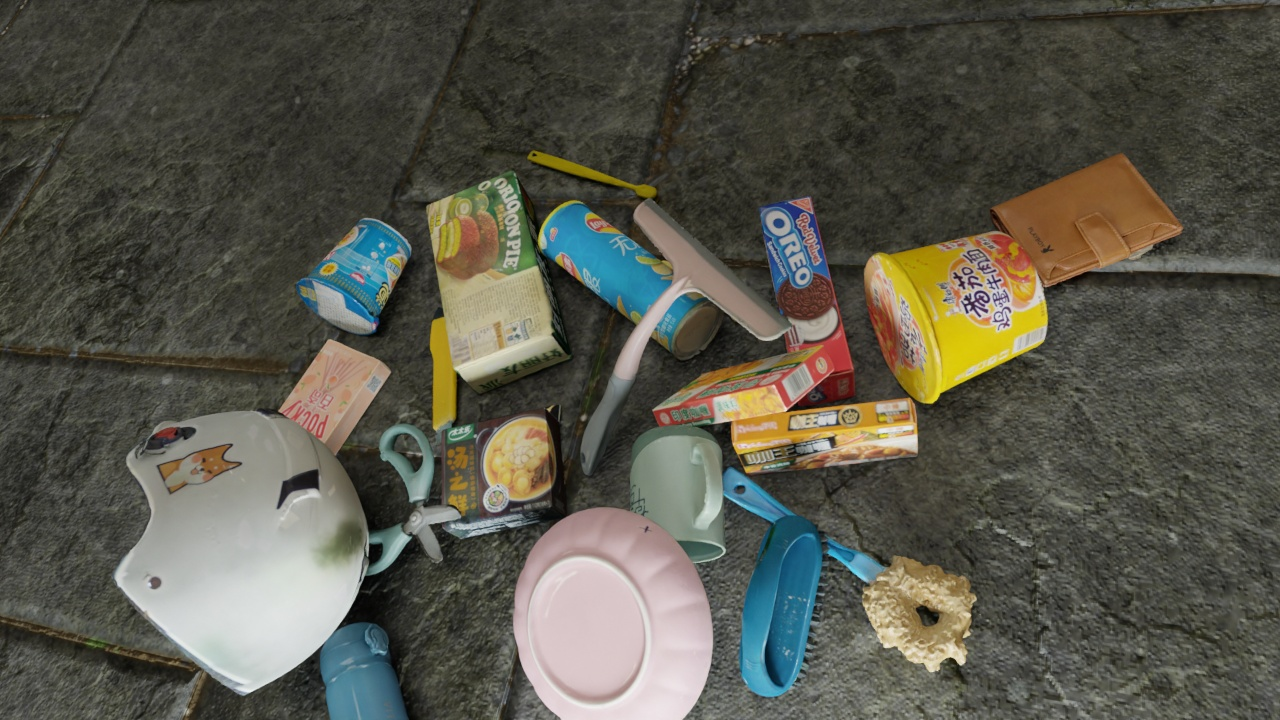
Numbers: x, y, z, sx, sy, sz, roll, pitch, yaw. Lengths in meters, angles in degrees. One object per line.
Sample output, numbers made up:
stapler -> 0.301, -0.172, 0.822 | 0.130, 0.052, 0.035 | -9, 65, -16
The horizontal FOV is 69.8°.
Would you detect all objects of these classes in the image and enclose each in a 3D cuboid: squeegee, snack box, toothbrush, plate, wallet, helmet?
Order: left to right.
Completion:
helmet -> -0.332, 0.147, 0.828 | 0.157, 0.230, 0.273 | -22, 39, 0
snack box -> -0.351, 0.057, 1.008 | 0.084, 0.026, 0.157 | 20, 69, 27
snack box -> -0.158, -0.089, 1.004 | 0.114, 0.063, 0.239 | -21, 57, 6
snack box -> -0.134, 0.102, 0.900 | 0.113, 0.053, 0.125 | -13, 63, 11
toothbrush -> -0.057, -0.215, 1.071 | 0.190, 0.016, 0.015 | 23, 72, 30
plate -> -0.034, 0.218, 0.751 | 0.193, 0.039, 0.192 | -2, 86, 31
squeegee -> -0.005, 0.005, 0.841 | 0.247, 0.040, 0.250 | 49, 117, 45
snack box -> 0.088, 0.027, 0.811 | 0.076, 0.027, 0.156 | -34, 12, -39
snack box -> 0.159, -0.061, 0.885 | 0.057, 0.058, 0.207 | -11, 59, 9
snack box -> 0.161, 0.068, 0.799 | 0.154, 0.075, 0.026 | -8, 60, 14
wallet -> 0.412, -0.129, 0.855 | 0.132, 0.031, 0.107 | -23, 55, 7

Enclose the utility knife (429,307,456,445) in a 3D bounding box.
utility knife -> -0.213, 0.014, 0.992 | 0.033, 0.015, 0.170 | -16, 59, 17

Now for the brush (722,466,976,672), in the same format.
brush -> 0.166, 0.163, 0.770 | 0.255, 0.046, 0.083 | 31, 79, 34

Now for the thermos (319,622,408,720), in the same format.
thermos -> -0.225, 0.333, 0.785 | 0.070, 0.070, 0.220 | -28, 57, 1

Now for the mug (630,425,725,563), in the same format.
mug -> 0.038, 0.112, 0.794 | 0.082, 0.112, 0.106 | 12, 62, -21

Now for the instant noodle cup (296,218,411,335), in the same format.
instant noodle cup -> -0.321, -0.100, 1.054 | 0.099, 0.099, 0.109 | 11, 58, 24

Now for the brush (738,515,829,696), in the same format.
brush -> 0.109, 0.194, 0.729 | 0.055, 0.073, 0.143 | 8, 81, 36

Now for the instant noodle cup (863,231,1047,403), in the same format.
instant noodle cup -> 0.274, -0.045, 0.797 | 0.110, 0.138, 0.138 | -20, 57, -3

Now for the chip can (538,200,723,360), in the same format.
chip can -> -0.013, -0.086, 0.944 | 0.071, 0.071, 0.210 | -45, 59, -10

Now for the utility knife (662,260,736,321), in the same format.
utility knife -> 0.047, -0.080, 0.962 | 0.212, 0.022, 0.031 | 25, 73, 34

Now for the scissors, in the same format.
scissors -> -0.245, 0.153, 0.898 | 0.181, 0.019, 0.170 | -46, 52, 11
